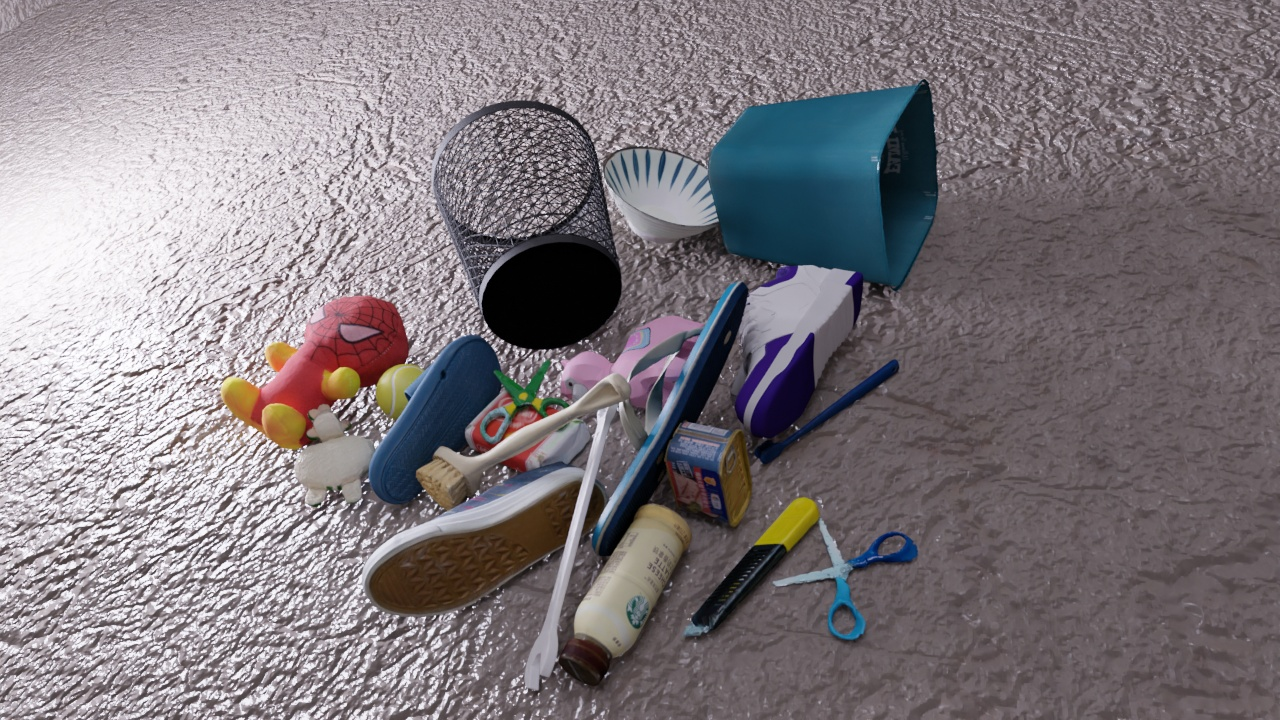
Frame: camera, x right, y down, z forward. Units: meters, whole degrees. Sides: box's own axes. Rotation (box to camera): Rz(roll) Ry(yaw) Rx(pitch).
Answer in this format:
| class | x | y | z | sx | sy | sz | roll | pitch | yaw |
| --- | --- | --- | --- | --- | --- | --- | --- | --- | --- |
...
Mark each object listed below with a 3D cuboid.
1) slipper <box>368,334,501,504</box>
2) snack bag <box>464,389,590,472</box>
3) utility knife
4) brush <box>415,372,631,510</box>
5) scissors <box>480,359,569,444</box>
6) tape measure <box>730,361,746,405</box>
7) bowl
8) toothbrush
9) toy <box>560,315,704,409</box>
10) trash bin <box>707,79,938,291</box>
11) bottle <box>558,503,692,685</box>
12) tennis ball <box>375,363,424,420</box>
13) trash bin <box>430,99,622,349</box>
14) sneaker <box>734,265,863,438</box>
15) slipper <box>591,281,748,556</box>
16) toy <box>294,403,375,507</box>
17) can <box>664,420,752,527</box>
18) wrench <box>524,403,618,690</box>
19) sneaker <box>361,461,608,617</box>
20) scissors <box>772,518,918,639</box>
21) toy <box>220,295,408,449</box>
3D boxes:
| class | x | y | z | sx | sy | sz | roll | pitch | yaw |
| --- | --- | --- | --- | --- | --- | --- | --- | --- | --- |
| slipper | -0.222 | 0.056 | 0.976 | 0.059 | 0.104 | 0.213 | 12 | 52 | 29 |
| snack bag | -0.121 | 0.079 | 0.970 | 0.116 | 0.036 | 0.076 | 21 | 52 | 32 |
| utility knife | 0.099 | 0.184 | 0.811 | 0.173 | 0.020 | 0.029 | -40 | 32 | -26 |
| brush | -0.116 | 0.077 | 0.876 | 0.273 | 0.062 | 0.077 | -28 | 28 | 31 |
| scissors | -0.128 | 0.046 | 0.972 | 0.127 | 0.011 | 0.125 | -33 | 47 | -22 |
| tape measure | 0.130 | 0.028 | 0.972 | 0.060 | 0.020 | 0.062 | 10 | 47 | 24 |
| bowl | 0.028 | -0.201 | 1.193 | 0.177 | 0.071 | 0.177 | 12 | 41 | -11 |
| toothbrush | 0.192 | 0.049 | 0.936 | 0.189 | 0.016 | 0.017 | -32 | 38 | -19 |
| toy | -0.006 | 0.006 | 0.999 | 0.158 | 0.067 | 0.123 | 3 | 43 | 23 |
| trash bin | 0.218 | -0.212 | 1.095 | 0.219 | 0.197 | 0.198 | 9 | 45 | 32 |
| bottle | -0.013 | 0.201 | 0.794 | 0.057 | 0.057 | 0.161 | 13 | 49 | 27 |
| tennis ball | -0.264 | 0.036 | 1.032 | 0.065 | 0.065 | 0.065 | -7 | 42 | 7 |
| trash bin | -0.130 | -0.155 | 1.112 | 0.217 | 0.217 | 0.243 | -17 | 48 | -4 |
| sneaker | 0.138 | -0.025 | 0.948 | 0.111 | 0.092 | 0.243 | 18 | 45 | 25 |
| slipper | 0.018 | 0.048 | 0.877 | 0.060 | 0.118 | 0.294 | 25 | 73 | 18 |
| toy | -0.327 | 0.106 | 0.981 | 0.087 | 0.050 | 0.112 | -16 | 63 | -2 |
| can | 0.064 | 0.104 | 0.848 | 0.059 | 0.100 | 0.053 | 11 | 46 | 26 |
| wrench | -0.058 | 0.152 | 0.814 | 0.009 | 0.047 | 0.272 | 23 | 64 | -18 |
| sneaker | -0.148 | 0.163 | 0.867 | 0.235 | 0.087 | 0.079 | -23 | 23 | -17 |
| scissors | 0.181 | 0.184 | 0.797 | 0.133 | 0.014 | 0.127 | -19 | 37 | 1 |
| toy | -0.364 | 0.008 | 1.066 | 0.147 | 0.099 | 0.215 | 29 | 57 | 25 |
